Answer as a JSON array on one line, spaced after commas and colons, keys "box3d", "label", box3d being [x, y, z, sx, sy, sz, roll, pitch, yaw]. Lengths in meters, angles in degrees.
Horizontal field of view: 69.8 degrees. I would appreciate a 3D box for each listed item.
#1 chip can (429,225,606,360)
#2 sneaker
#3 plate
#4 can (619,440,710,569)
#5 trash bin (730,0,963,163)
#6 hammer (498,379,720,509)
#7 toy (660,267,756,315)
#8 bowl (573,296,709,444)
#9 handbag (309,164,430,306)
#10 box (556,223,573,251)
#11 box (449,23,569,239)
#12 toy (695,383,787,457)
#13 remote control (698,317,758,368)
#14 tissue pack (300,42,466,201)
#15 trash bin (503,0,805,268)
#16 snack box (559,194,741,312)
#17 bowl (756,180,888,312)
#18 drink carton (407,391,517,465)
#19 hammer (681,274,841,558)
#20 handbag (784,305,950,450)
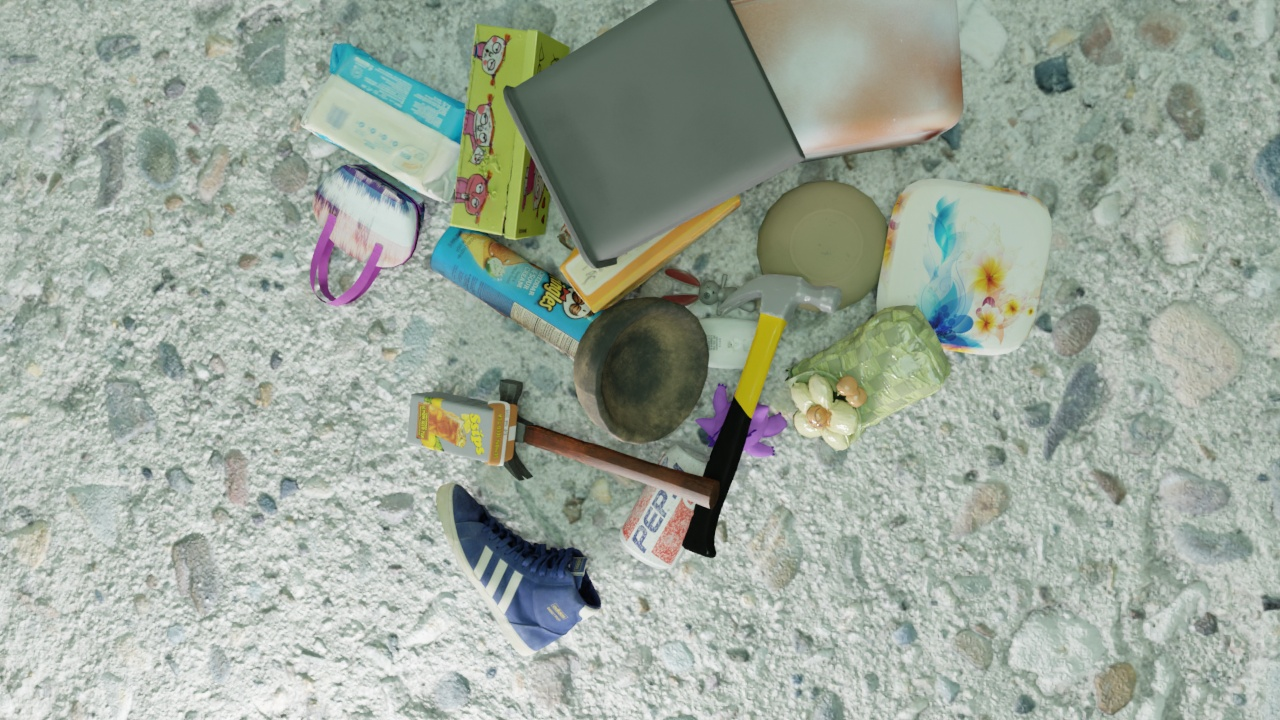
[{"box3d": [-0.132, -0.075, 1.073, 0.229, 0.079, 0.080, 32, 98, 3], "label": "chip can"}, {"box3d": [-0.137, 0.230, 1.095, 0.118, 0.091, 0.233, -26, 93, 13], "label": "sneaker"}, {"box3d": [0.363, -0.102, 1.020, 0.187, 0.016, 0.187, 8, 98, -4], "label": "plate"}, {"box3d": [0.038, 0.169, 1.075, 0.078, 0.078, 0.136, 29, 98, 3], "label": "can"}, {"box3d": [0.190, -0.293, 0.961, 0.260, 0.181, 0.157, -7, 96, 7], "label": "trash bin"}, {"box3d": [-0.047, 0.111, 1.049, 0.301, 0.028, 0.111, 15, 100, 28], "label": "hammer"}, {"box3d": [0.081, -0.079, 1.069, 0.112, 0.030, 0.049, 9, 92, 7], "label": "toy"}, {"box3d": [-0.006, 0.006, 1.013, 0.070, 0.162, 0.162, 23, 101, 48], "label": "bowl"}, {"box3d": [-0.341, -0.143, 1.104, 0.144, 0.068, 0.170, 33, 105, 4], "label": "handbag"}, {"box3d": [-0.035, -0.205, 1.062, 0.060, 0.058, 0.187, 27, 101, -29], "label": "box"}, {"box3d": [-0.143, -0.252, 1.025, 0.082, 0.124, 0.221, 13, 101, 9], "label": "box"}, {"box3d": [0.117, 0.074, 1.066, 0.088, 0.056, 0.106, -38, 90, 7], "label": "toy"}, {"box3d": [0.095, -0.020, 1.073, 0.114, 0.028, 0.060, 1, 96, 7], "label": "remote control"}, {"box3d": [-0.292, -0.279, 1.074, 0.209, 0.066, 0.117, 29, 91, 4], "label": "tissue pack"}, {"box3d": [0.014, -0.221, 0.866, 0.220, 0.097, 0.192, -26, 93, 17], "label": "trash bin"}, {"box3d": [0.011, -0.145, 1.013, 0.195, 0.145, 0.080, -37, 91, 10], "label": "snack box"}, {"box3d": [0.208, -0.129, 1.037, 0.152, 0.050, 0.152, 1, 96, 7], "label": "bowl"}, {"box3d": [-0.212, 0.078, 1.092, 0.125, 0.048, 0.076, 10, 97, 26], "label": "drink carton"}, {"box3d": [0.111, 0.058, 1.012, 0.127, 0.029, 0.323, 18, 87, 28], "label": "hammer"}, {"box3d": [0.239, 0.024, 1.002, 0.113, 0.116, 0.187, 53, 130, 3], "label": "handbag"}]
